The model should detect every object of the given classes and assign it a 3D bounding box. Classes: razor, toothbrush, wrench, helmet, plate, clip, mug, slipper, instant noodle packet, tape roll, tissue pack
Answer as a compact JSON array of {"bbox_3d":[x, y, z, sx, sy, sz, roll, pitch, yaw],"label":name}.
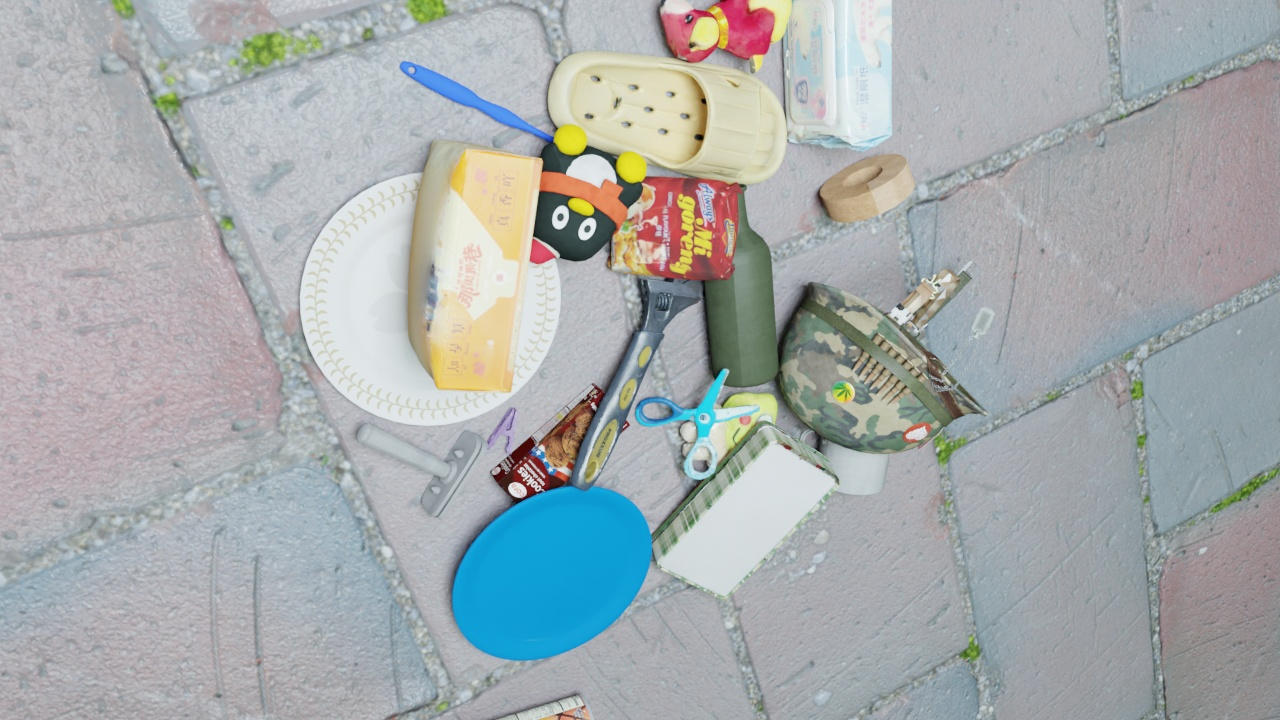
[{"bbox_3d":[-0.218,0.092,0.880,0.116,0.047,0.088,32,92,-33],"label":"razor"},{"bbox_3d":[-0.134,-0.229,0.843,0.182,0.018,0.016,22,96,-24],"label":"toothbrush"},{"bbox_3d":[-0.005,0.006,0.936,0.073,0.022,0.273,31,79,-36],"label":"wrench"},{"bbox_3d":[0.269,-0.012,0.970,0.236,0.224,0.192,-67,160,9],"label":"helmet"},{"bbox_3d":[-0.194,-0.055,0.868,0.242,0.016,0.243,-7,108,-21],"label":"plate"},{"bbox_3d":[-0.142,0.074,0.932,0.046,0.014,0.050,-11,113,-17],"label":"clip"},{"bbox_3d":[-0.093,0.224,0.980,0.224,0.024,0.225,-12,121,-22],"label":"plate"},{"bbox_3d":[0.234,0.109,1.063,0.113,0.084,0.070,-1,108,-15],"label":"mug"},{"bbox_3d":[0.042,-0.236,0.879,0.261,0.079,0.111,6,100,-24],"label":"slipper"},{"bbox_3d":[0.030,-0.130,0.899,0.135,0.039,0.098,6,102,14],"label":"instant noodle packet"},{"bbox_3d":[0.239,-0.182,0.968,0.094,0.094,0.027,-34,116,-10],"label":"tape roll"},{"bbox_3d":[0.191,-0.301,0.901,0.070,0.112,0.182,-14,110,-20],"label":"tissue pack"}]

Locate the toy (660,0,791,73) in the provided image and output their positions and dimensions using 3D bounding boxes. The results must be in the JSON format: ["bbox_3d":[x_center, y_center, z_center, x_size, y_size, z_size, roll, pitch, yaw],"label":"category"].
[{"bbox_3d":[0.086,-0.323,0.877,0.137,0.067,0.105,-31,93,-20],"label":"toy"}]

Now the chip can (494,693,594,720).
[{"bbox_3d":[-0.157,0.431,0.998,0.214,0.075,0.075,-10,109,-20],"label":"chip can"}]

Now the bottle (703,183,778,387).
[{"bbox_3d":[0.102,-0.078,0.953,0.071,0.071,0.207,-14,112,-19],"label":"bottle"}]

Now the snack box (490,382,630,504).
[{"bbox_3d":[-0.083,0.091,0.950,0.140,0.032,0.051,-41,117,-7],"label":"snack box"}]

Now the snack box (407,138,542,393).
[{"bbox_3d":[-0.152,-0.085,0.783,0.080,0.145,0.195,4,104,-24],"label":"snack box"}]

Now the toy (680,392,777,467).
[{"bbox_3d":[0.101,0.081,1.018,0.115,0.046,0.092,-11,116,-11],"label":"toy"}]

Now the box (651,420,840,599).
[{"bbox_3d":[0.113,0.167,1.019,0.117,0.050,0.206,31,109,-25],"label":"box"}]

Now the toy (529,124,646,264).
[{"bbox_3d":[-0.059,-0.139,0.844,0.097,0.100,0.119,22,79,-12],"label":"toy"}]

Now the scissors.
[{"bbox_3d":[0.055,0.061,0.975,0.134,0.012,0.134,23,116,3],"label":"scissors"}]
